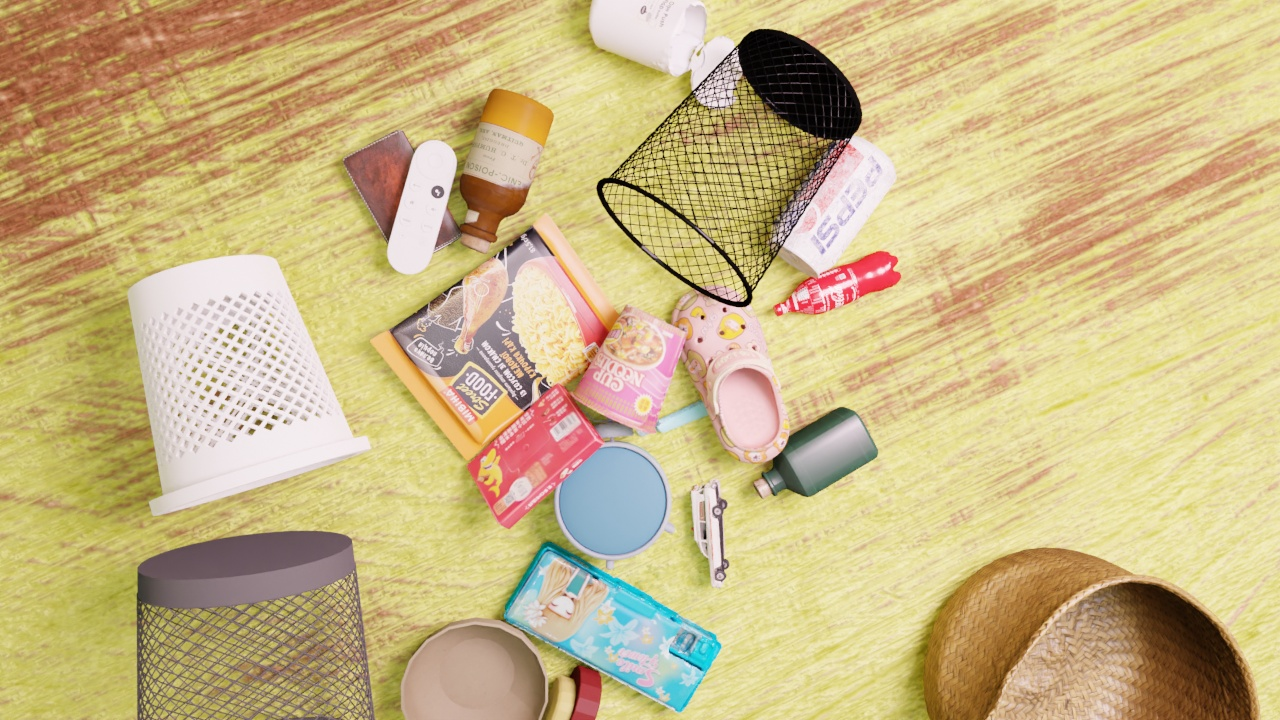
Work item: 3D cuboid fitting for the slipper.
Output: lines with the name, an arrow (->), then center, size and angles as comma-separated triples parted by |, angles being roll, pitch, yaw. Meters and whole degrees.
slipper -> 0.102, 0.011, 0.951 | 0.093, 0.081, 0.197 | -22, 87, -7

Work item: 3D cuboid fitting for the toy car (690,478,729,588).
toy car -> 0.075, 0.188, 1.000 | 0.039, 0.039, 0.113 | -1, 97, 14

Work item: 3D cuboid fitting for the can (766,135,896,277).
can -> 0.198, -0.161, 0.957 | 0.078, 0.078, 0.136 | 36, 90, -9

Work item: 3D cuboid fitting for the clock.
clock -> -0.039, 0.128, 0.964 | 0.122, 0.075, 0.161 | -30, 86, -3

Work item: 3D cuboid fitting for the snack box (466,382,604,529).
snack box -> -0.109, 0.096, 0.938 | 0.133, 0.089, 0.021 | -42, 141, 5

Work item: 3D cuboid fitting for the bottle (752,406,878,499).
bottle -> 0.182, 0.108, 0.991 | 0.131, 0.061, 0.061 | -30, 97, -3

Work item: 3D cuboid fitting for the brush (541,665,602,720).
brush -> -0.091, 0.411, 0.977 | 0.042, 0.082, 0.173 | 20, 93, -9

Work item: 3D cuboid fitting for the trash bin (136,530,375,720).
trash bin -> -0.363, 0.294, 0.870 | 0.217, 0.218, 0.227 | -3, 92, -7

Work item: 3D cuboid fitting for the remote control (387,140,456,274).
remote control -> -0.218, -0.152, 0.916 | 0.043, 0.013, 0.136 | 16, 93, -9

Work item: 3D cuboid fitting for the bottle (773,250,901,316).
bottle -> 0.210, -0.078, 0.985 | 0.141, 0.042, 0.042 | -21, 98, -5

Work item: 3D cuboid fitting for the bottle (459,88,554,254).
bottle -> -0.142, -0.185, 0.917 | 0.068, 0.068, 0.157 | 19, 93, -9

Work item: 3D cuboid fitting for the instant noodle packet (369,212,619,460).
instant noodle packet -> -0.139, -0.021, 0.949 | 0.220, 0.032, 0.160 | -36, 106, -2

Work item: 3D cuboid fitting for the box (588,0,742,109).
box -> 0.031, -0.321, 0.929 | 0.140, 0.141, 0.083 | 28, 88, 19

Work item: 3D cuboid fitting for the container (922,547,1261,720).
container -> 0.467, 0.362, 0.987 | 0.307, 0.196, 0.307 | 0, 94, -6

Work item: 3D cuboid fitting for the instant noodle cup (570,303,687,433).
instant noodle cup -> -0.006, 0.005, 0.935 | 0.097, 0.097, 0.108 | 24, 95, -9

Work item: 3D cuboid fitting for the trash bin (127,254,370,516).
trash bin -> -0.379, 0.018, 0.859 | 0.195, 0.195, 0.199 | -18, 88, -5

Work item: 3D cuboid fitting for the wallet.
wallet -> -0.241, -0.163, 0.930 | 0.072, 0.019, 0.123 | -29, 99, -4

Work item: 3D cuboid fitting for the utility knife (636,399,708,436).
utility knife -> 0.055, 0.057, 0.993 | 0.126, 0.015, 0.022 | -23, 115, -4

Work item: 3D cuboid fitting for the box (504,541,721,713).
box -> -0.029, 0.290, 0.993 | 0.227, 0.041, 0.094 | 31, 92, -9

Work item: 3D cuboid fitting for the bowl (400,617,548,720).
bowl -> -0.175, 0.342, 0.975 | 0.152, 0.050, 0.152 | -1, 96, -7

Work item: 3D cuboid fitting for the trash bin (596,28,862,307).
trash bin -> 0.094, -0.190, 0.889 | 0.184, 0.184, 0.210 | 39, 82, -9
